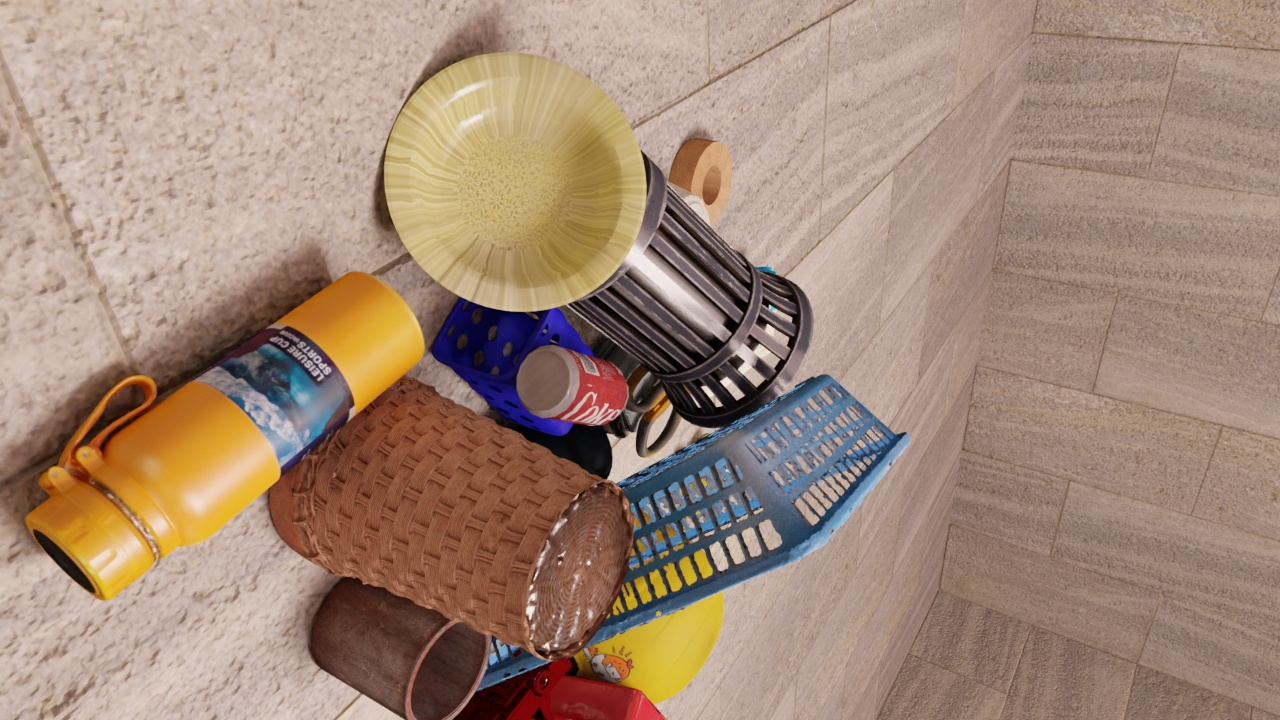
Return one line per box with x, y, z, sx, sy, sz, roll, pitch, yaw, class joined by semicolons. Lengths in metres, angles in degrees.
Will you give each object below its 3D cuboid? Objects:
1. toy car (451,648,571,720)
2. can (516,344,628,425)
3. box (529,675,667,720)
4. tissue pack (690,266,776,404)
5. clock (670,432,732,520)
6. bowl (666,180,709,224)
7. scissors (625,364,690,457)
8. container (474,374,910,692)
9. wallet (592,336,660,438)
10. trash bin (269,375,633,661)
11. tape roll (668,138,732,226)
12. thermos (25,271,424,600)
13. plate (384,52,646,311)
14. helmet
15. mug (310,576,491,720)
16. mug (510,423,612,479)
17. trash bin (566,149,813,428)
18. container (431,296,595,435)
-0.136;0.346;0.879;0.169;0.070;0.062;-45;129;-41;toy car
-0.049;0.021;0.701;0.096;0.054;0.054;17;89;-63;can
-0.049;0.410;1.011;0.126;0.137;0.157;-55;147;-19;box
0.097;-0.031;1.097;0.208;0.066;0.117;-35;134;-47;tissue pack
0.081;0.149;1.170;0.083;0.057;0.119;-34;133;-49;clock
0.025;-0.125;0.923;0.115;0.062;0.115;-35;133;-49;bowl
0.054;0.016;0.978;0.228;0.016;0.114;-39;128;-42;scissors
0.018;0.133;0.756;0.089;0.363;0.256;61;31;4;container
-0.006;0.006;0.957;0.131;0.054;0.100;-59;150;-33;wallet
-0.124;0.101;0.627;0.150;0.210;0.151;-35;133;-49;trash bin
0.066;-0.192;0.996;0.093;0.027;0.094;-36;134;-48;tape roll
-0.239;0.033;0.542;0.231;0.091;0.076;-47;170;-39;thermos
-0.090;-0.126;0.666;0.184;0.184;0.036;-69;-168;-8;plate
0.023;0.311;1.070;0.208;0.140;0.240;-47;143;-39;helmet
-0.176;0.200;0.698;0.122;0.110;0.096;-68;156;-11;mug
-0.095;0.106;0.830;0.094;0.085;0.122;-24;154;-53;mug
0.020;-0.065;0.798;0.227;0.164;0.164;37;71;-38;trash bin
-0.096;-0.002;0.753;0.084;0.085;0.113;-63;151;-17;container
